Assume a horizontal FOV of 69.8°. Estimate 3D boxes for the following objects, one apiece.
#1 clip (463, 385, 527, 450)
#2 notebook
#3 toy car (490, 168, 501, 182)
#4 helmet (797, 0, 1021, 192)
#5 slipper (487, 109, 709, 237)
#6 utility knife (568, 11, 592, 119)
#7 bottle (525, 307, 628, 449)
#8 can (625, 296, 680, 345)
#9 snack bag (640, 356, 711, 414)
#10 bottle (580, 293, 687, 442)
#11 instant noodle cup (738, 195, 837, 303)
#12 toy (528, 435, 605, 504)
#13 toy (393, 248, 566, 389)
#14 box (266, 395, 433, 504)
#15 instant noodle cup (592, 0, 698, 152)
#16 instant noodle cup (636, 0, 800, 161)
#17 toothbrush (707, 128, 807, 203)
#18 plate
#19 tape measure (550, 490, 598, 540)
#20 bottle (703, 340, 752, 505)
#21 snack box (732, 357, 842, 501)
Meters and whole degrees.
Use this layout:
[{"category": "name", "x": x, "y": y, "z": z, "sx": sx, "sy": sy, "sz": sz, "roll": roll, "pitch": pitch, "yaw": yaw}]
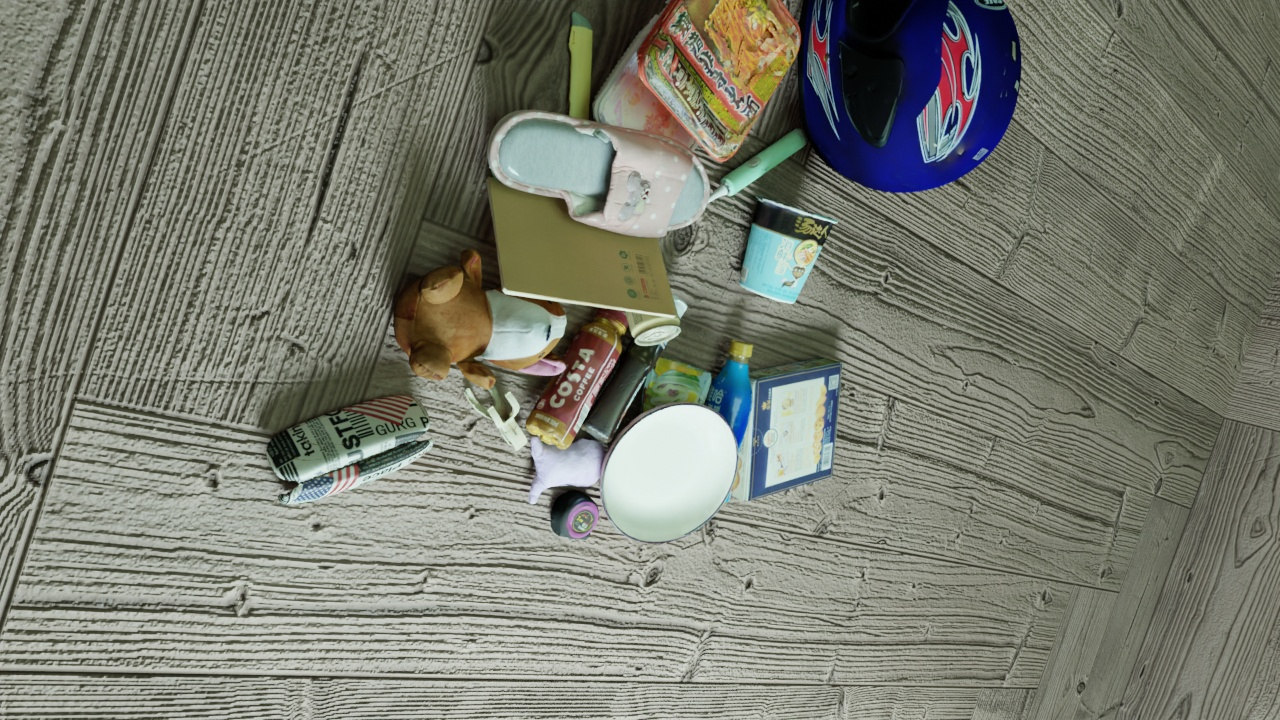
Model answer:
[{"category": "clip", "x": -0.150, "y": 0.064, "z": 1.018, "sx": 0.035, "sy": 0.094, "sz": 0.102, "roll": -42, "pitch": 113, "yaw": -21}, {"category": "notebook", "x": -0.061, "y": -0.121, "z": 0.992, "sx": 0.207, "sy": 0.008, "sz": 0.147, "roll": 6, "pitch": 57, "yaw": -31}, {"category": "toy car", "x": -0.120, "y": -0.216, "z": 0.976, "sx": 0.091, "sy": 0.036, "sz": 0.043, "roll": -20, "pitch": 117, "yaw": -29}, {"category": "helmet", "x": 0.345, "y": -0.370, "z": 1.147, "sx": 0.246, "sy": 0.241, "sz": 0.316, "roll": -23, "pitch": 115, "yaw": -43}, {"category": "slipper", "x": -0.032, "y": -0.196, "z": 0.977, "sx": 0.274, "sy": 0.054, "sz": 0.114, "roll": 10, "pitch": 115, "yaw": -34}, {"category": "utility knife", "x": -0.069, "y": -0.274, "z": 1.010, "sx": 0.030, "sy": 0.021, "sz": 0.205, "roll": -3, "pitch": 99, "yaw": -32}, {"category": "bottle", "x": -0.068, "y": 0.015, "z": 1.064, "sx": 0.057, "sy": 0.058, "sz": 0.174, "roll": 43, "pitch": 68, "yaw": -38}, {"category": "can", "x": 0.006, "y": -0.080, "z": 1.066, "sx": 0.058, "sy": 0.059, "sz": 0.116, "roll": -2, "pitch": 67, "yaw": -38}, {"category": "snack bag", "x": 0.024, "y": 0.093, "z": 1.180, "sx": 0.110, "sy": 0.039, "sz": 0.191, "roll": 15, "pitch": 96, "yaw": -43}, {"category": "bottle", "x": -0.007, "y": 0.006, "z": 1.105, "sx": 0.044, "sy": 0.080, "sz": 0.194, "roll": 31, "pitch": 80, "yaw": -1}, {"category": "instant noodle cup", "x": 0.185, "y": -0.141, "z": 1.196, "sx": 0.111, "sy": 0.111, "sz": 0.120, "roll": 7, "pitch": 106, "yaw": -39}, {"category": "toy", "x": -0.086, "y": 0.128, "z": 1.102, "sx": 0.107, "sy": 0.039, "sz": 0.084, "roll": -2, "pitch": 105, "yaw": -39}, {"category": "toy", "x": -0.151, "y": -0.041, "z": 0.957, "sx": 0.199, "sy": 0.131, "sz": 0.140, "roll": 4, "pitch": 99, "yaw": -48}, {"category": "box", "x": -0.291, "y": 0.100, "z": 0.932, "sx": 0.162, "sy": 0.076, "sz": 0.088, "roll": -20, "pitch": 139, "yaw": -35}, {"category": "instant noodle cup", "x": 0.018, "y": -0.303, "z": 1.043, "sx": 0.138, "sy": 0.060, "sz": 0.173, "roll": 40, "pitch": 77, "yaw": -38}, {"category": "instant noodle cup", "x": 0.077, "y": -0.333, "z": 0.990, "sx": 0.164, "sy": 0.079, "sz": 0.188, "roll": 40, "pitch": 80, "yaw": -38}, {"category": "toothbrush", "x": 0.132, "y": -0.237, "z": 1.172, "sx": 0.224, "sy": 0.026, "sz": 0.027, "roll": -37, "pitch": 148, "yaw": -23}, {"category": "plate", "x": 0.032, "y": 0.137, "z": 1.152, "sx": 0.192, "sy": 0.039, "sz": 0.193, "roll": -9, "pitch": 113, "yaw": -23}, {"category": "tape measure", "x": -0.082, "y": 0.189, "z": 1.125, "sx": 0.057, "sy": 0.039, "sz": 0.058, "roll": 15, "pitch": 98, "yaw": -40}, {"category": "bottle", "x": 0.111, "y": 0.081, "z": 1.226, "sx": 0.065, "sy": 0.065, "sz": 0.219, "roll": 6, "pitch": 98, "yaw": -39}, {"category": "snack box", "x": 0.209, "y": 0.096, "z": 1.317, "sx": 0.182, "sy": 0.046, "sz": 0.178, "roll": -9, "pitch": 108, "yaw": -36}]
